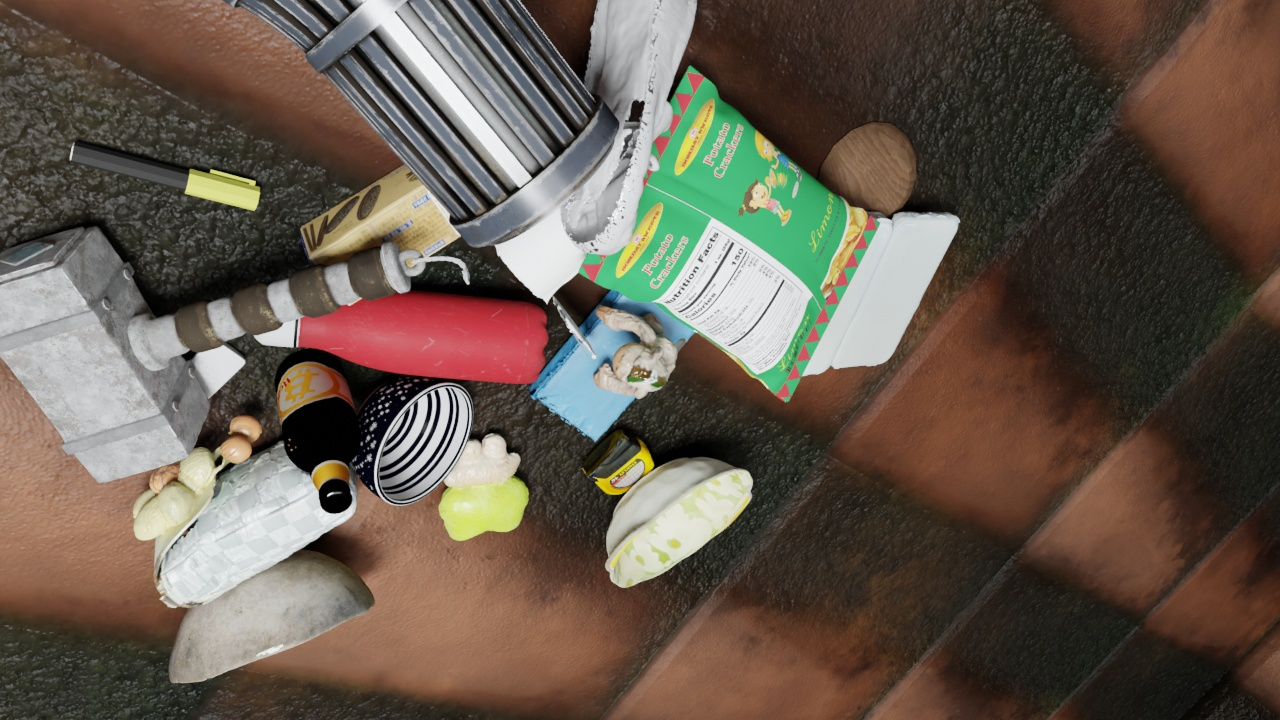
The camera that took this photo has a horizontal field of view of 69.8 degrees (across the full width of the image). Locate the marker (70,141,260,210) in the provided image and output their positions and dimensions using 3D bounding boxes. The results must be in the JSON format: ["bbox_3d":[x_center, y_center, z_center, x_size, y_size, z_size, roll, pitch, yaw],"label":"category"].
[{"bbox_3d":[-0.346,-0.137,0.673,0.123,0.018,0.021,12,81,-30],"label":"marker"}]

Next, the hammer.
[{"bbox_3d":[-0.290,-0.036,0.677,0.326,0.079,0.177,-17,123,0],"label":"hammer"}]

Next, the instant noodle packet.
[{"bbox_3d":[0.090,-0.102,0.812,0.252,0.090,0.195,31,85,-29],"label":"instant noodle packet"}]

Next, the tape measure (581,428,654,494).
[{"bbox_3d":[-0.021,0.109,0.976,0.066,0.037,0.064,-46,128,10],"label":"tape measure"}]

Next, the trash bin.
[{"bbox_3d":[-0.133,-0.202,0.610,0.164,0.164,0.227,-40,116,2],"label":"trash bin"}]

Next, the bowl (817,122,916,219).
[{"bbox_3d":[0.234,-0.178,0.924,0.117,0.030,0.118,-12,125,-19],"label":"bowl"}]

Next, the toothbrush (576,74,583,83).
[{"bbox_3d":[-0.122,-0.219,0.732,0.166,0.014,0.016,-8,123,-22],"label":"toothbrush"}]

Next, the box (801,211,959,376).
[{"bbox_3d":[0.231,-0.067,0.978,0.188,0.037,0.209,0,130,-24],"label":"box"}]

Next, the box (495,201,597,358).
[{"bbox_3d":[-0.051,-0.085,0.801,0.106,0.080,0.150,-39,117,3],"label":"box"}]

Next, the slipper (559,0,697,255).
[{"bbox_3d":[-0.009,-0.200,0.715,0.074,0.112,0.246,16,80,-28],"label":"slipper"}]

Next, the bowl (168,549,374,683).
[{"bbox_3d":[-0.338,0.217,0.832,0.178,0.179,0.081,-17,89,-16],"label":"bowl"}]

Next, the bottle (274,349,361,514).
[{"bbox_3d":[-0.256,0.059,0.736,0.059,0.181,0.059,-13,124,-19],"label":"bottle"}]

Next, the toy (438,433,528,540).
[{"bbox_3d":[-0.156,0.126,0.917,0.092,0.046,0.115,-8,116,-23],"label":"toy"}]

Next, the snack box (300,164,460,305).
[{"bbox_3d":[-0.169,-0.130,0.741,0.206,0.057,0.056,-33,129,-5],"label":"snack box"}]

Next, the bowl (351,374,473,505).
[{"bbox_3d":[-0.216,0.062,0.824,0.119,0.066,0.120,-45,149,-36],"label":"bowl"}]

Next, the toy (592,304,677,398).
[{"bbox_3d":[-0.005,0.005,0.828,0.074,0.106,0.085,10,107,-18],"label":"toy"}]

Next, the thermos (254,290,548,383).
[{"bbox_3d":[-0.201,-0.024,0.780,0.239,0.073,0.073,5,118,-20],"label":"thermos"}]

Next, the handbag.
[{"bbox_3d":[-0.335,0.113,0.780,0.171,0.112,0.123,-28,121,-7],"label":"handbag"}]

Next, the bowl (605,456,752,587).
[{"bbox_3d":[0.031,0.164,0.998,0.218,0.060,0.189,-7,139,-49],"label":"bowl"}]

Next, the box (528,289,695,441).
[{"bbox_3d":[-0.002,-0.029,0.889,0.232,0.052,0.093,-48,127,8],"label":"box"}]

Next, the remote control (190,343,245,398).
[{"bbox_3d":[-0.387,0.034,0.764,0.131,0.012,0.033,-43,126,4],"label":"remote control"}]
